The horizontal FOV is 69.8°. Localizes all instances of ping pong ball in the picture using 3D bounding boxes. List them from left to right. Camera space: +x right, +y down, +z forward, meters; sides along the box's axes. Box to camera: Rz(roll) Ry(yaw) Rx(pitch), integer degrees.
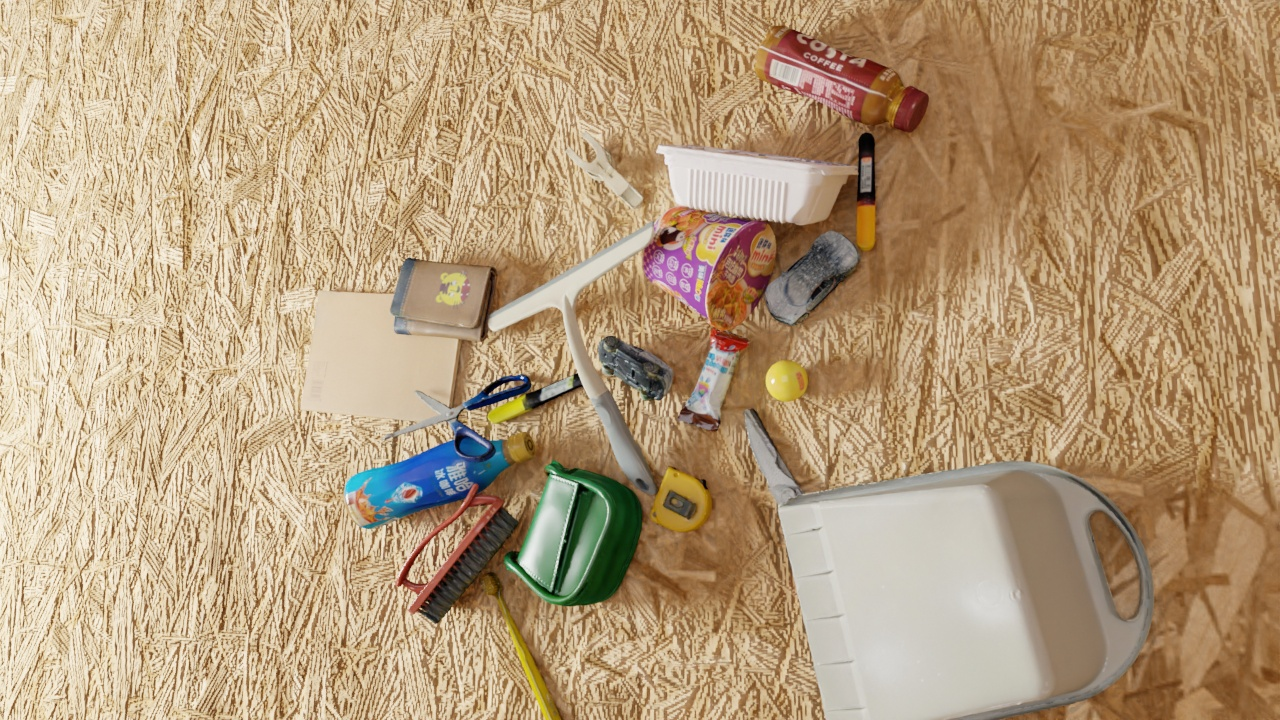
[{"bbox_3d":[0.141,0.019,0.883,0.040,0.040,0.040,-5,77,21],"label":"ping pong ball"}]

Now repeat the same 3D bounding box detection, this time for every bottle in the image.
[{"bbox_3d":[-0.215,0.123,0.988,0.219,0.065,0.065,-20,72,17],"label":"bottle"},{"bbox_3d":[0.199,-0.278,0.913,0.175,0.057,0.057,32,92,24],"label":"bottle"}]

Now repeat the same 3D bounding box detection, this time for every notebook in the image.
[{"bbox_3d":[-0.306,-0.006,1.081,0.212,0.012,0.149,4,81,22],"label":"notebook"}]

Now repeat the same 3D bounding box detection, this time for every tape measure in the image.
[{"bbox_3d":[0.041,0.140,0.904,0.057,0.029,0.060,21,87,23],"label":"tape measure"}]

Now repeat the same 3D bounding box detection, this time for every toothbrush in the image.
[{"bbox_3d":[-0.121,0.303,0.939,0.016,0.016,0.190,-34,69,12],"label":"toothbrush"}]

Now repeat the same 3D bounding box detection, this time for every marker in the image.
[{"bbox_3d":[-0.109,0.040,0.993,0.124,0.015,0.018,-24,64,12],"label":"marker"},{"bbox_3d":[0.223,-0.167,0.905,0.018,0.015,0.123,-1,76,20],"label":"marker"}]

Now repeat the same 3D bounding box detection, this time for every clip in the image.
[{"bbox_3d":[-0.039,-0.207,1.001,0.035,0.076,0.100,-43,67,8],"label":"clip"}]

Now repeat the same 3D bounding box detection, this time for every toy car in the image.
[{"bbox_3d":[-0.006,0.006,0.944,0.090,0.043,0.034,31,51,25],"label":"toy car"},{"bbox_3d":[0.166,-0.081,0.900,0.106,0.031,0.049,-46,66,8],"label":"toy car"}]

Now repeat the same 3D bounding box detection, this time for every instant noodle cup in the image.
[{"bbox_3d":[0.063,-0.099,0.908,0.099,0.111,0.111,28,90,31],"label":"instant noodle cup"},{"bbox_3d":[0.112,-0.172,0.896,0.174,0.137,0.060,15,107,23],"label":"instant noodle cup"}]

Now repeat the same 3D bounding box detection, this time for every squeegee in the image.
[{"bbox_3d":[-0.042,0.025,0.922,0.247,0.039,0.246,-24,87,37],"label":"squeegee"}]

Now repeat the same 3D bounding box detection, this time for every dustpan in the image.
[{"bbox_3d":[0.285,0.201,0.795,0.259,0.142,0.222,-24,71,42],"label":"dustpan"}]

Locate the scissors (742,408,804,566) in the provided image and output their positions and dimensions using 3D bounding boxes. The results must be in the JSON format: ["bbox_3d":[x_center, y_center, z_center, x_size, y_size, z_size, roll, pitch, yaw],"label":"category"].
[{"bbox_3d":[0.161,0.133,0.866,0.177,0.015,0.210,4,81,24],"label":"scissors"}]

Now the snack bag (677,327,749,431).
[{"bbox_3d":[0.074,0.018,0.918,0.045,0.026,0.105,20,89,21],"label":"snack bag"}]

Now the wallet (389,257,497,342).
[{"bbox_3d":[-0.222,-0.068,1.039,0.115,0.033,0.090,7,82,18],"label":"wallet"}]

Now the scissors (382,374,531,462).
[{"bbox_3d":[-0.193,0.060,0.984,0.175,0.012,0.162,-25,39,-8],"label":"scissors"}]

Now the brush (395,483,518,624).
[{"bbox_3d":[-0.192,0.198,0.956,0.069,0.063,0.146,39,98,0],"label":"brush"}]

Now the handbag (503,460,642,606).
[{"bbox_3d":[-0.068,0.174,0.924,0.120,0.068,0.131,22,89,33],"label":"handbag"}]
